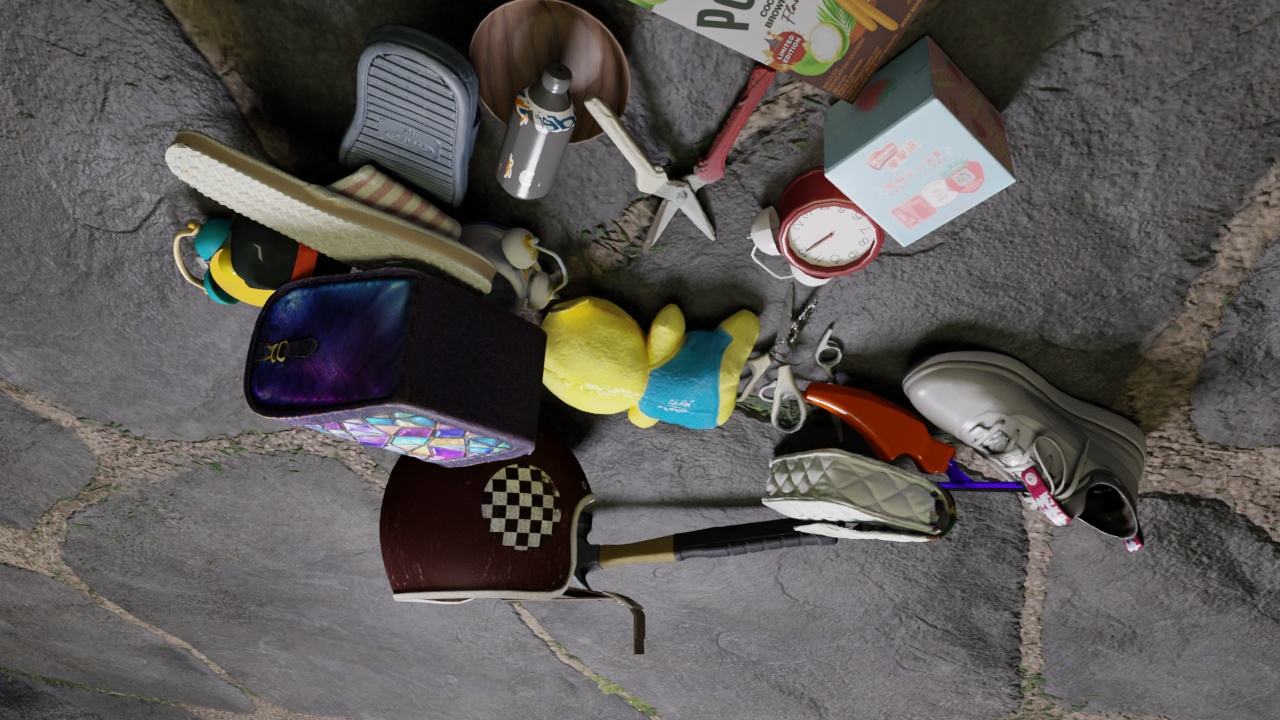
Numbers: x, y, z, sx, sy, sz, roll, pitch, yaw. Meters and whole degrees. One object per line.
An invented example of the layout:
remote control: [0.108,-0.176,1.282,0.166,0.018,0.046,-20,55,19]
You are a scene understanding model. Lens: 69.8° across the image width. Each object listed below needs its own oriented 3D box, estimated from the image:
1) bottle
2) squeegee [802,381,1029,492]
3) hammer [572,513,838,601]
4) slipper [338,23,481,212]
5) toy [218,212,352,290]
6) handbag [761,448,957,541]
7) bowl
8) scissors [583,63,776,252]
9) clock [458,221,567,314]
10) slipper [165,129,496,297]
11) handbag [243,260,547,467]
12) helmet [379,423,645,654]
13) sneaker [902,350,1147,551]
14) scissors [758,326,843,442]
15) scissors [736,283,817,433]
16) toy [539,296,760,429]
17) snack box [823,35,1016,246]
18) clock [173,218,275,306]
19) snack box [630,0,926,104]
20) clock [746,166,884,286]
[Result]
bottle: [-0.075,-0.167,0.671,0.047,0.046,0.113,19,139,-9]
squeegee: [0.243,0.071,0.889,0.185,0.055,0.250,27,172,2]
hammer: [0.069,0.222,1.108,0.333,0.117,0.025,-10,138,16]
slipper: [-0.161,-0.187,0.684,0.101,0.082,0.264,23,162,-13]
toy: [-0.302,-0.103,0.817,0.119,0.097,0.100,8,-169,-33]
handbag: [0.214,0.147,0.946,0.139,0.072,0.195,19,167,-10]
bowl: [-0.064,-0.217,0.672,0.119,0.032,0.119,7,140,5]
scissors: [0.023,-0.157,0.710,0.179,0.015,0.200,10,138,-32]
clock: [-0.127,-0.080,0.834,0.125,0.051,0.089,-5,136,14]
slipper: [-0.238,-0.122,0.736,0.262,0.052,0.115,23,159,-19]
handbag: [-0.218,0.014,0.818,0.223,0.125,0.204,-8,159,34]
helmet: [-0.155,0.182,0.986,0.233,0.253,0.234,13,159,-38]
sneaker: [0.359,0.084,0.853,0.263,0.128,0.097,25,135,-10]
scissors: [0.192,0.028,0.915,0.141,0.014,0.165,8,136,-6]
scissors: [0.124,-0.001,0.879,0.154,0.012,0.163,-1,118,42]
toy: [-0.005,0.005,0.879,0.214,0.083,0.149,13,131,1]
snack box: [0.195,-0.154,0.651,0.094,0.079,0.093,33,136,-27]
clock: [-0.382,-0.091,0.886,0.129,0.043,0.099,8,140,-8]
snack box: [0.085,-0.252,0.598,0.186,0.031,0.101,21,139,-12]
clock: [0.146,-0.105,0.745,0.087,0.044,0.125,34,134,-25]
